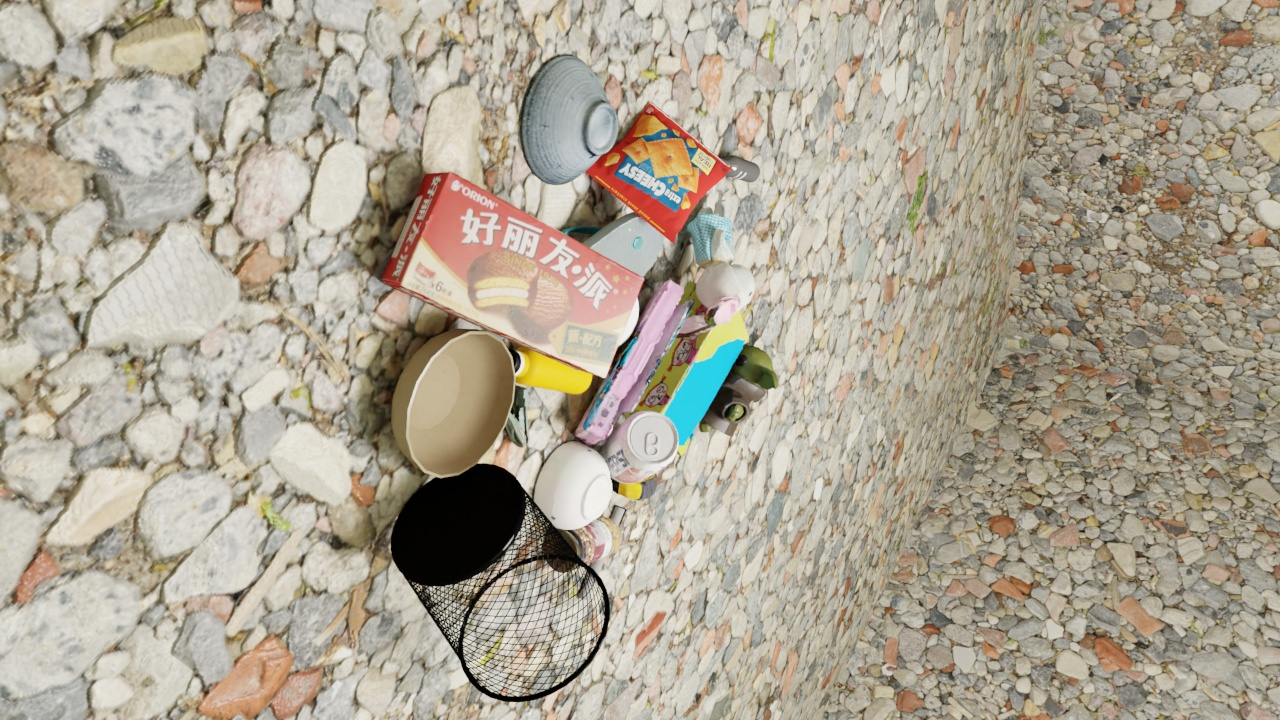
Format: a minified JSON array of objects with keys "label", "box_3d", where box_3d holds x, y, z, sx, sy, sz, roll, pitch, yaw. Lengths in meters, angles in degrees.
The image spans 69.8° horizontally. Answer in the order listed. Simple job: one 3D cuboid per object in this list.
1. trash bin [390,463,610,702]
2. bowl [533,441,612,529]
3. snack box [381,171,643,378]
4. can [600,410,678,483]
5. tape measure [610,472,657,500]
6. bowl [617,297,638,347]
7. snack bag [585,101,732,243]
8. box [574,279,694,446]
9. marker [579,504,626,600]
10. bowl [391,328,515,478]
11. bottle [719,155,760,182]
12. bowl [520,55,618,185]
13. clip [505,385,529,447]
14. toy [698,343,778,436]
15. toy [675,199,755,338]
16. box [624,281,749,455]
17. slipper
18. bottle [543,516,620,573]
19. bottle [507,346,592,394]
[{"label":"trash bin","box_3d":[-0.153,0.230,0.981,0.183,0.184,0.210,-53,139,-29]},{"label":"bowl","box_3d":[-0.078,0.166,1.171,0.113,0.063,0.114,-33,132,-46]},{"label":"snack box","box_3d":[-0.116,-0.078,0.885,0.236,0.060,0.113,26,83,-34]},{"label":"can","box_3d":[-0.002,0.114,1.195,0.078,0.078,0.136,-59,-175,-21]},{"label":"tape measure","box_3d":[-0.007,0.166,1.287,0.065,0.064,0.037,-20,124,-55]},{"label":"bowl","box_3d":[-0.033,-0.056,1.145,0.109,0.041,0.110,-35,134,-46]},{"label":"snack bag","box_3d":[0.023,-0.224,1.084,0.143,0.131,0.039,-52,-177,-30]},{"label":"box","box_3d":[-0.006,0.008,1.184,0.230,0.053,0.085,-61,-173,-18]},{"label":"marker","box_3d":[-0.055,0.276,1.316,0.016,0.016,0.140,34,77,-59]},{"label":"bowl","box_3d":[-0.194,0.037,0.919,0.151,0.050,0.152,-35,134,-46]},{"label":"bottle","box_3d":[0.134,-0.276,1.309,0.112,0.030,0.030,-4,109,-58]},{"label":"bowl","box_3d":[-0.061,-0.250,0.974,0.136,0.057,0.137,-34,134,-46]},{"label":"clip","box_3d":[-0.143,0.069,1.052,0.059,0.023,0.076,-41,136,-39]},{"label":"toy","box_3d":[0.140,0.045,1.404,0.078,0.179,0.153,32,101,-20]},{"label":"toy","box_3d":[0.107,-0.125,1.260,0.105,0.131,0.205,15,67,-29]},{"label":"box","box_3d":[0.064,0.013,1.311,0.220,0.081,0.124,-58,148,-19]},{"label":"slipper","box_3d":[-0.079,-0.099,1.050,0.268,0.055,0.098,-32,136,-33]},{"label":"bottle","box_3d":[-0.076,0.244,1.223,0.105,0.056,0.056,-4,110,-58]},{"label":"bottle","box_3d":[-0.111,0.010,1.050,0.143,0.043,0.043,15,93,-60]}]
